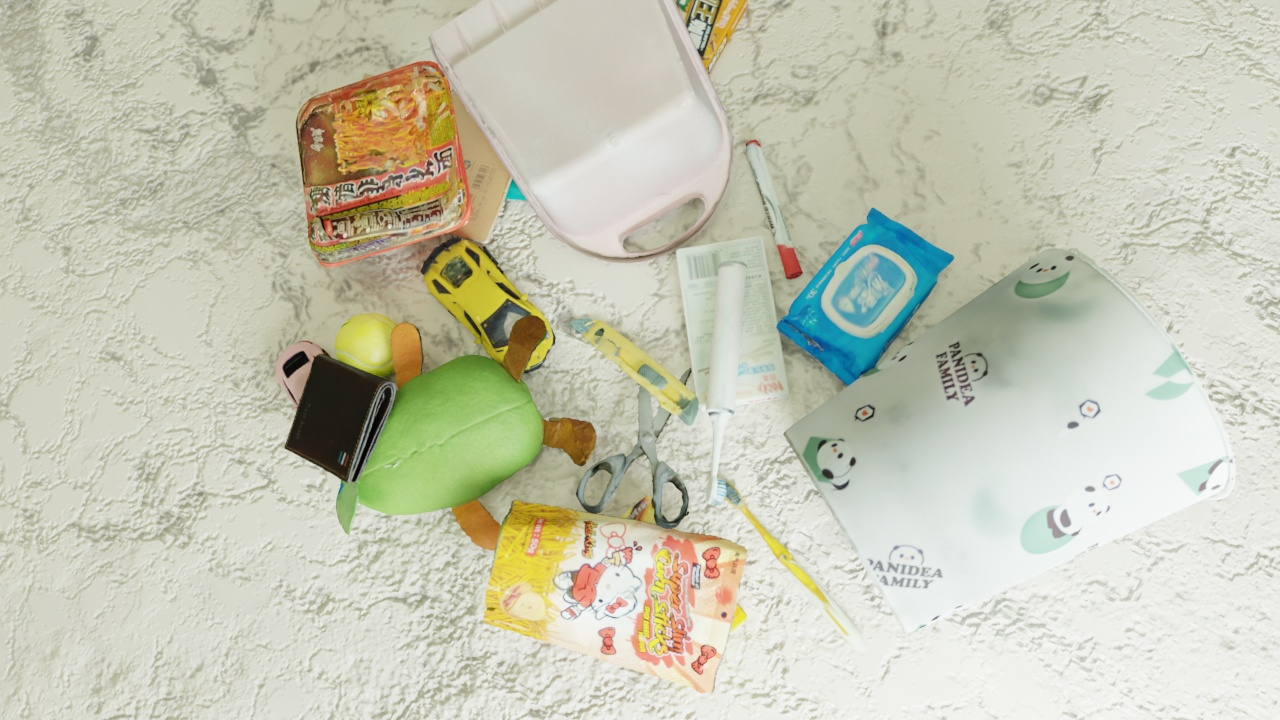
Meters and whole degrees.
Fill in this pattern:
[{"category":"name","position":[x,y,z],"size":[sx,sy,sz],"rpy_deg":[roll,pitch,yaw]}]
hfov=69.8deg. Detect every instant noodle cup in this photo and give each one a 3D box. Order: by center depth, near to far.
[{"category":"instant noodle cup","position":[-0.245,-0.186,0.899],"size":[0.164,0.079,0.188],"rpy_deg":[-14,75,8]}]

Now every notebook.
[{"category":"notebook","position":[-0.224,-0.212,0.947],"size":[0.208,0.008,0.147],"rpy_deg":[16,80,16]}]

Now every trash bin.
[{"category":"trash bin","position":[0.267,0.072,0.720],"size":[0.252,0.229,0.229],"rpy_deg":[-32,75,6]}]

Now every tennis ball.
[{"category":"tennis ball","position":[-0.260,-0.013,0.884],"size":[0.065,0.065,0.065],"rpy_deg":[-2,77,7]}]

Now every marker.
[{"category":"marker","position":[0.128,-0.147,0.887],"size":[0.017,0.017,0.145],"rpy_deg":[-16,75,4]}]

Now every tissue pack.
[{"category":"tissue pack","position":[0.206,-0.061,0.835],"size":[0.095,0.052,0.157],"rpy_deg":[39,83,12]}]

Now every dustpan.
[{"category":"dustpan","position":[-0.041,-0.235,0.871],"size":[0.223,0.138,0.273],"rpy_deg":[-26,73,11]}]

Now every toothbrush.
[{"category":"toothbrush","position":[0.132,0.178,0.809],"size":[0.016,0.018,0.191],"rpy_deg":[-40,75,-1]},{"category":"toothbrush","position":[0.074,0.018,0.821],"size":[0.026,0.027,0.220],"rpy_deg":[12,76,-24]}]

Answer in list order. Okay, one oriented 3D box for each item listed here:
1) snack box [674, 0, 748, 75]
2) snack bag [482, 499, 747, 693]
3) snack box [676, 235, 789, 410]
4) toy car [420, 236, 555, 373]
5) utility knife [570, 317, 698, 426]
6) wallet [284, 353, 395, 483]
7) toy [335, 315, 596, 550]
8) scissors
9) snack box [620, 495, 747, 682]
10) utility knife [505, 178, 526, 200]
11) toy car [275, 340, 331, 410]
[{"category":"snack box","position":[0.043,-0.321,0.933],"size":[0.075,0.026,0.153],"rpy_deg":[27,82,12]},{"category":"snack bag","position":[-0.022,0.194,0.778],"size":[0.208,0.073,0.128],"rpy_deg":[14,79,4]},{"category":"snack box","position":[0.085,-0.035,0.861],"size":[0.085,0.027,0.156],"rpy_deg":[-9,76,6]},{"category":"toy car","position":[-0.146,-0.054,0.891],"size":[0.071,0.041,0.156],"rpy_deg":[-43,77,-3]},{"category":"utility knife","position":[-0.005,0.005,0.861],"size":[0.031,0.018,0.165],"rpy_deg":[-45,58,-13]},{"category":"wallet","position":[-0.276,0.051,0.834],"size":[0.122,0.020,0.096],"rpy_deg":[15,82,42]},{"category":"toy","position":[-0.170,0.067,0.842],"size":[0.247,0.090,0.227],"rpy_deg":[-24,86,6]},{"category":"scissors","position":[0.005,0.075,0.818],"size":[0.174,0.014,0.159],"rpy_deg":[-29,60,-20]},{"category":"snack box","position":[0.018,0.200,0.813],"size":[0.087,0.034,0.140],"rpy_deg":[-40,77,-2]},{"category":"utility knife","position":[-0.115,-0.175,0.928],"size":[0.205,0.013,0.029],"rpy_deg":[5,75,10]},{"category":"toy car","position":[-0.312,0.034,0.896],"size":[0.056,0.037,0.122],"rpy_deg":[-39,76,-1]}]
